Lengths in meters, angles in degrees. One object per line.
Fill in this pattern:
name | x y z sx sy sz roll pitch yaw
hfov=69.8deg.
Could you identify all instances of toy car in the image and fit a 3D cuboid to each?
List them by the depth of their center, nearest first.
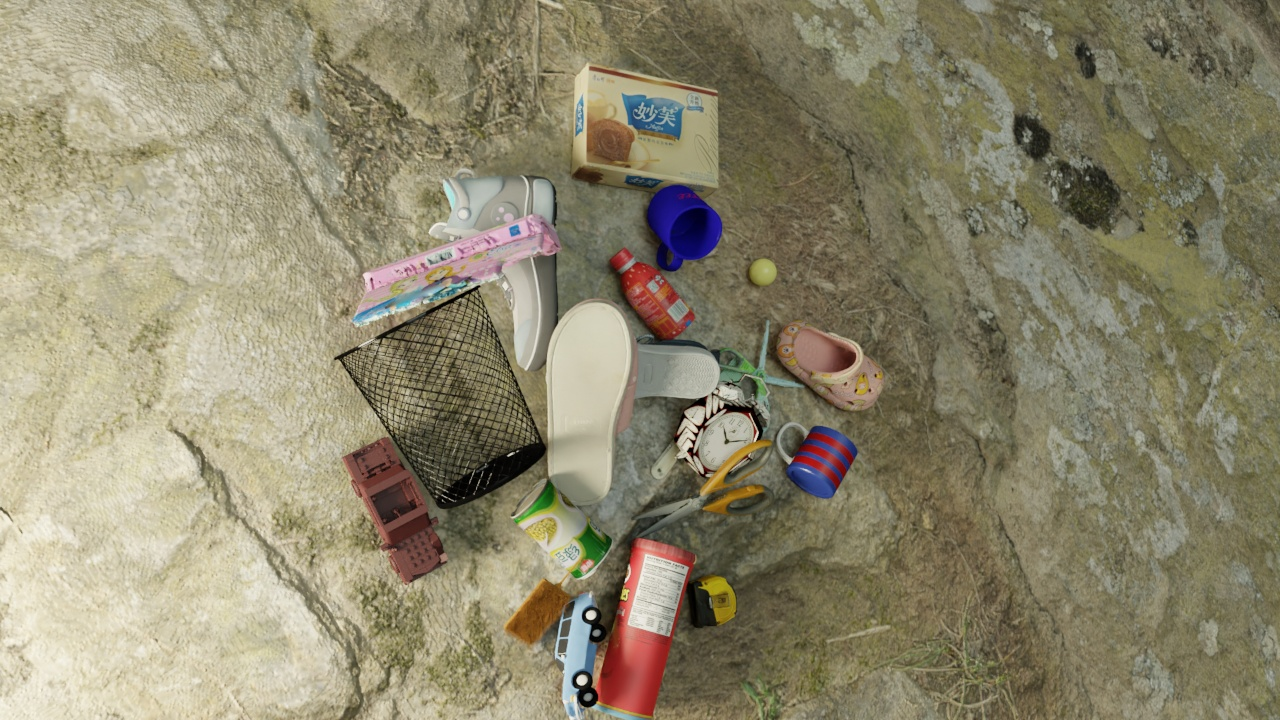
toy car | -0.285 0.176 1.080 0.070 0.062 0.170 -27 92 -25
toy car | -0.076 0.359 1.116 0.055 0.056 0.153 -1 46 9

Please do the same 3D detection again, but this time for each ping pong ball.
ping pong ball | 0.180 -0.130 1.348 0.040 0.040 0.040 4 79 -23

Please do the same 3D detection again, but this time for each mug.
mug | 0.054 -0.177 1.271 0.079 0.083 0.111 13 114 -28
mug | 0.245 0.137 1.320 0.112 0.075 0.076 31 68 12

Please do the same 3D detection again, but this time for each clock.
clock | 0.114 0.082 1.248 0.114 0.065 0.155 34 93 -37

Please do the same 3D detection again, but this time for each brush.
brush | -0.114 0.295 1.126 0.048 0.017 0.126 37 98 -14
brush | 0.083 0.080 1.285 0.033 0.012 0.217 44 68 -11

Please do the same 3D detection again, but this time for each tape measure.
tape measure | 0.099 0.323 1.236 0.064 0.037 0.065 -4 82 -24

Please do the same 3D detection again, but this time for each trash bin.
trash bin | -0.221 0.047 1.074 0.183 0.184 0.210 -31 99 -25

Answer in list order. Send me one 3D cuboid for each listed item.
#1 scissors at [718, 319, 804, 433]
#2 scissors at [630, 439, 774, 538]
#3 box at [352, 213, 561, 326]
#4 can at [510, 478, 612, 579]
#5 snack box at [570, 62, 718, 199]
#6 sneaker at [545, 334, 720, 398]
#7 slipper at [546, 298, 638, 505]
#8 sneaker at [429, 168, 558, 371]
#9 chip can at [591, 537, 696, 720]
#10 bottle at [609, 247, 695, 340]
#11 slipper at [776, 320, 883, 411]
scissors | 0.172 0.024 1.325 0.171 0.021 0.172 15 73 -28
scissors | 0.093 0.175 1.233 0.224 0.016 0.176 -7 127 -25
box | -0.215 -0.110 1.058 0.231 0.160 0.062 -17 102 8
can | -0.098 0.212 1.152 0.121 0.067 0.067 45 67 -10
snack box | 0.009 -0.321 1.299 0.207 0.055 0.153 5 79 -23
sneaker | -0.007 0.007 1.221 0.235 0.087 0.089 0 111 -4
slipper | -0.065 0.053 1.159 0.114 0.054 0.275 8 107 0
sneaker | -0.187 -0.115 1.168 0.160 0.093 0.256 3 81 -15
chip can | 0.004 0.340 1.165 0.087 0.087 0.213 21 74 -19
bottle | 0.012 -0.093 1.256 0.061 0.062 0.137 -43 99 -24
slipper | 0.290 0.008 1.345 0.197 0.082 0.093 28 73 -22
